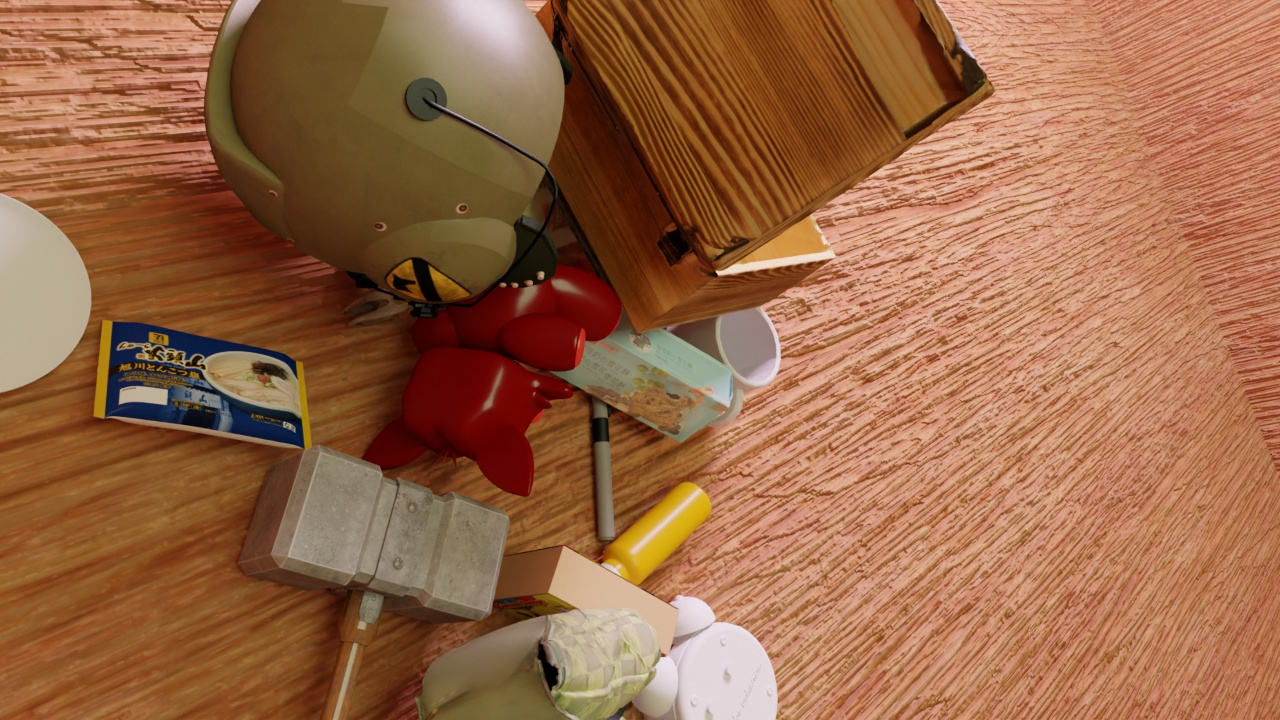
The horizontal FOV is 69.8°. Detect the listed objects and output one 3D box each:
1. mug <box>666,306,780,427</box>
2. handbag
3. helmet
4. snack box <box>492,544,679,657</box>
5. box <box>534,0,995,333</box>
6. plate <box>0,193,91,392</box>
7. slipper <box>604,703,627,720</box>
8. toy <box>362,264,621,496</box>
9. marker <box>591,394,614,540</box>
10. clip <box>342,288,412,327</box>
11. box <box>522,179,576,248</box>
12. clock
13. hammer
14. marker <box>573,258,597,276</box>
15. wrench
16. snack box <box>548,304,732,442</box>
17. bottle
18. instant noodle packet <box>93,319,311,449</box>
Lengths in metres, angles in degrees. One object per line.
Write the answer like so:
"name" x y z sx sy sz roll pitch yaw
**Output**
"mug" 0.078 0.007 0.924 0.091 0.090 0.121 17 65 -37
"handbag" -0.052 0.235 0.625 0.186 0.113 0.116 20 48 -57
"helmet" -0.173 -0.163 0.634 0.232 0.256 0.249 22 60 -38
"snack box" -0.046 0.200 0.749 0.125 0.088 0.040 36 55 -27
"box" 0.088 -0.225 0.737 0.285 0.337 0.279 -16 77 -52
"plate" -0.414 -0.043 0.562 0.134 0.011 0.134 15 66 -37
"slipper" -0.037 0.315 0.738 0.264 0.063 0.111 51 49 -19
"toy" -0.115 0.007 0.715 0.120 0.158 0.196 58 44 -55
"marker" -0.035 0.095 0.846 0.016 0.016 0.140 10 69 -39
"clip" -0.211 -0.046 0.735 0.061 0.026 0.049 17 63 -38
"box" -0.132 -0.146 0.837 0.187 0.082 0.098 -27 137 -46
"clock" 0.067 0.299 0.825 0.161 0.073 0.125 50 49 -17
"hammer" -0.202 0.233 0.605 0.162 0.083 0.317 26 60 -32
"marker" -0.008 -0.073 0.931 0.142 0.013 0.012 20 63 -36
"wrench" -0.044 -0.109 0.862 0.069 0.010 0.273 -53 126 -35
"snack box" -0.005 0.005 0.841 0.174 0.075 0.053 29 43 -22
"bottle" 0.008 0.166 0.840 0.143 0.043 0.043 -35 99 -43
"instant noodle packet" -0.292 0.018 0.622 0.134 0.026 0.087 15 36 -37
